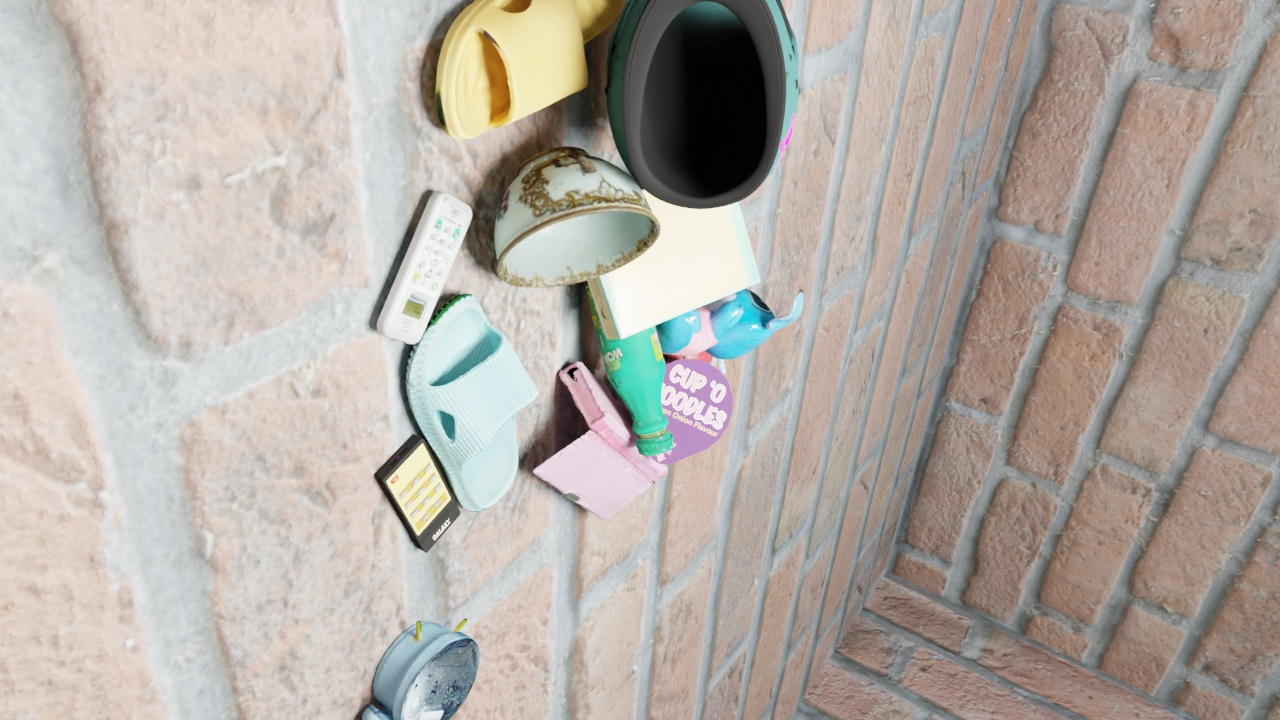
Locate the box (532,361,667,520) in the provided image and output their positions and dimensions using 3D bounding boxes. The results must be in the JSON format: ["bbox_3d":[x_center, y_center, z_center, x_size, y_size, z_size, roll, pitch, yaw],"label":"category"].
[{"bbox_3d":[-0.061,0.107,1.135,0.115,0.106,0.232,-31,152,5],"label":"box"}]

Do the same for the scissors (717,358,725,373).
[{"bbox_3d":[0.106,-0.037,1.291,0.125,0.016,0.123,-97,177,-57],"label":"scissors"}]

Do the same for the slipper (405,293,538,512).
[{"bbox_3d":[-0.158,0.059,0.913,0.115,0.069,0.277,-44,145,-32],"label":"slipper"}]

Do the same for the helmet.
[{"bbox_3d":[0.056,-0.281,0.821,0.199,0.176,0.275,-86,176,-50],"label":"helmet"}]

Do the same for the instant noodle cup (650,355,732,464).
[{"bbox_3d":[0.036,0.052,1.172,0.122,0.122,0.137,25,95,-19],"label":"instant noodle cup"}]

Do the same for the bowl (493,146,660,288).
[{"bbox_3d":[-0.070,-0.143,0.866,0.159,0.160,0.094,11,59,-62],"label":"bowl"}]

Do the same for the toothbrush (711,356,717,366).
[{"bbox_3d":[0.115,-0.015,1.358,0.019,0.018,0.188,28,97,-41],"label":"toothbrush"}]

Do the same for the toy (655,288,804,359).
[{"bbox_3d":[0.086,-0.048,1.121,0.191,0.224,0.099,-3,93,-37],"label":"toy"}]

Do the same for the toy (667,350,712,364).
[{"bbox_3d":[0.075,-0.007,1.291,0.132,0.062,0.092,-15,124,-69],"label":"toy"}]

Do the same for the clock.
[{"bbox_3d":[-0.239,0.358,0.995,0.162,0.060,0.118,-64,152,-5],"label":"clock"}]

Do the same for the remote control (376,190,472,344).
[{"bbox_3d":[-0.189,-0.081,0.798,0.050,0.022,0.133,24,88,-63],"label":"remote control"}]

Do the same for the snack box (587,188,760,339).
[{"bbox_3d":[0.030,-0.121,1.003,0.193,0.044,0.141,-23,103,-25],"label":"snack box"}]

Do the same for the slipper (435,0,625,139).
[{"bbox_3d":[-0.075,-0.284,0.793,0.262,0.078,0.100,-52,149,-33],"label":"slipper"}]

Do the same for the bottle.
[{"bbox_3d":[-0.006,0.006,1.056,0.067,0.068,0.210,-28,108,-51],"label":"bottle"}]

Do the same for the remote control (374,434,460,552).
[{"bbox_3d":[-0.219,0.135,0.914,0.058,0.013,0.134,-51,148,-30],"label":"remote control"}]
